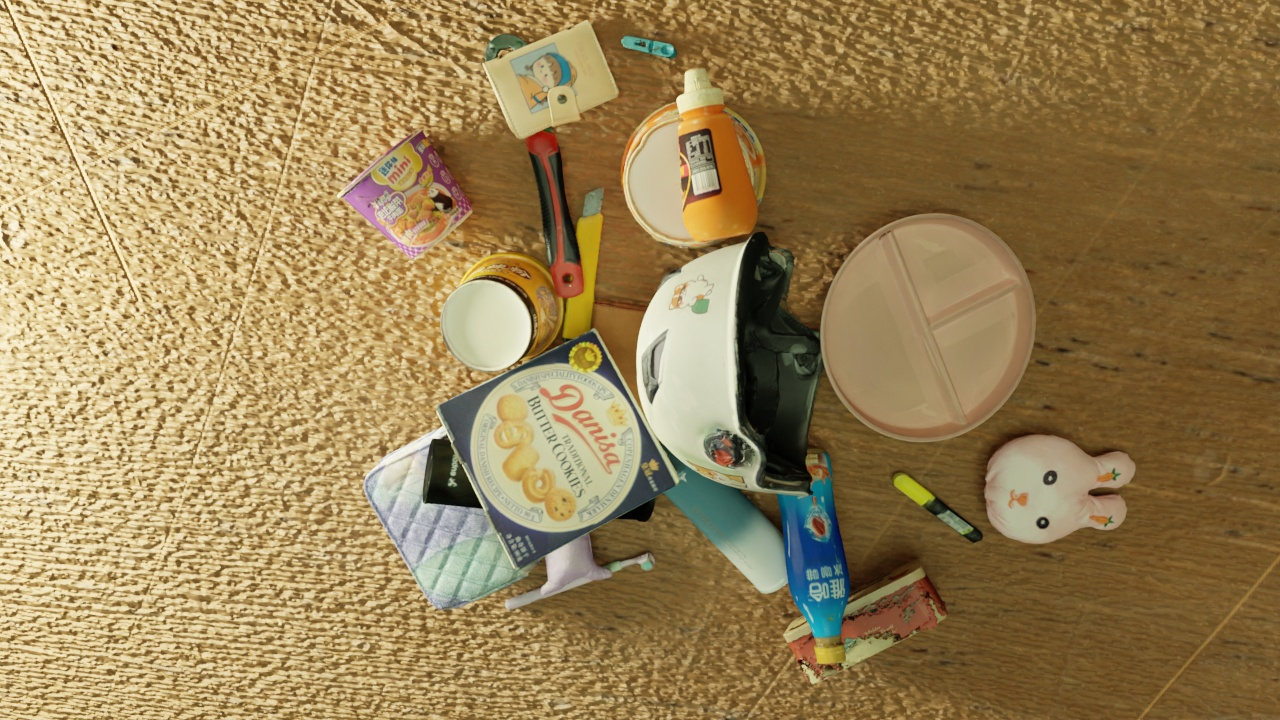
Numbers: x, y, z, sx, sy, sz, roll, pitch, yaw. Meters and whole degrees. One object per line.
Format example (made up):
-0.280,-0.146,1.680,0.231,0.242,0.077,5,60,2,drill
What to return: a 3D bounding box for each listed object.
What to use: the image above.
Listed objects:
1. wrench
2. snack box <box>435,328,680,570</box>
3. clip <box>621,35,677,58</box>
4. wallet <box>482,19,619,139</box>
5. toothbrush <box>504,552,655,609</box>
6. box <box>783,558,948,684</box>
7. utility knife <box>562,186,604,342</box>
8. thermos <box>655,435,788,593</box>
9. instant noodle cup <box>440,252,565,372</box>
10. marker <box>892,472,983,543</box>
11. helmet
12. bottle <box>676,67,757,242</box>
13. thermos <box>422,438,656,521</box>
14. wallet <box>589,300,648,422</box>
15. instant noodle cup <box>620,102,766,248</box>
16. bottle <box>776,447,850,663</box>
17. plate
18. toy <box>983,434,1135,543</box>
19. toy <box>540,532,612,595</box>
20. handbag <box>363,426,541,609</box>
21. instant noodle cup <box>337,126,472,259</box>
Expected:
-0.101,-0.198,0.943,0.056,0.016,0.273,-14,98,2,wrench
-0.083,0.086,0.913,0.182,0.046,0.178,-27,79,-8,snack box
0.009,-0.312,0.912,0.057,0.047,0.014,16,106,5,clip
-0.087,-0.277,0.916,0.115,0.024,0.087,-24,94,-5,wallet
-0.073,0.260,1.072,0.189,0.029,0.021,-20,61,12,toothbrush
0.249,0.291,1.001,0.168,0.091,0.075,-31,79,13,box
-0.058,-0.095,0.977,0.033,0.015,0.181,5,105,-15,utility knife
0.082,0.159,0.992,0.070,0.070,0.220,-41,104,14,thermos
-0.146,-0.046,0.949,0.118,0.114,0.118,2,104,6,instant noodle cup
0.327,0.162,1.007,0.124,0.015,0.018,36,106,-7,marker
0.077,0.010,0.885,0.157,0.229,0.274,-5,147,27,helmet
0.061,-0.181,0.805,0.067,0.066,0.149,-10,96,8,bottle
-0.106,0.121,0.986,0.242,0.069,0.089,8,66,-18,thermos
-0.006,0.006,0.990,0.108,0.031,0.132,8,110,2,wallet
0.049,-0.178,0.895,0.151,0.111,0.151,1,104,5,instant noodle cup
0.182,0.204,0.964,0.065,0.065,0.218,-8,78,8,bottle
0.287,-0.032,0.925,0.229,0.028,0.229,-1,99,-10,plate
0.443,0.136,0.970,0.159,0.054,0.121,0,105,-2,toy
-0.080,0.203,1.038,0.083,0.039,0.108,-9,83,-14,toy
-0.211,0.173,1.035,0.134,0.075,0.194,-25,102,6,handbag
-0.232,-0.165,0.934,0.112,0.111,0.099,-36,106,13,instant noodle cup
